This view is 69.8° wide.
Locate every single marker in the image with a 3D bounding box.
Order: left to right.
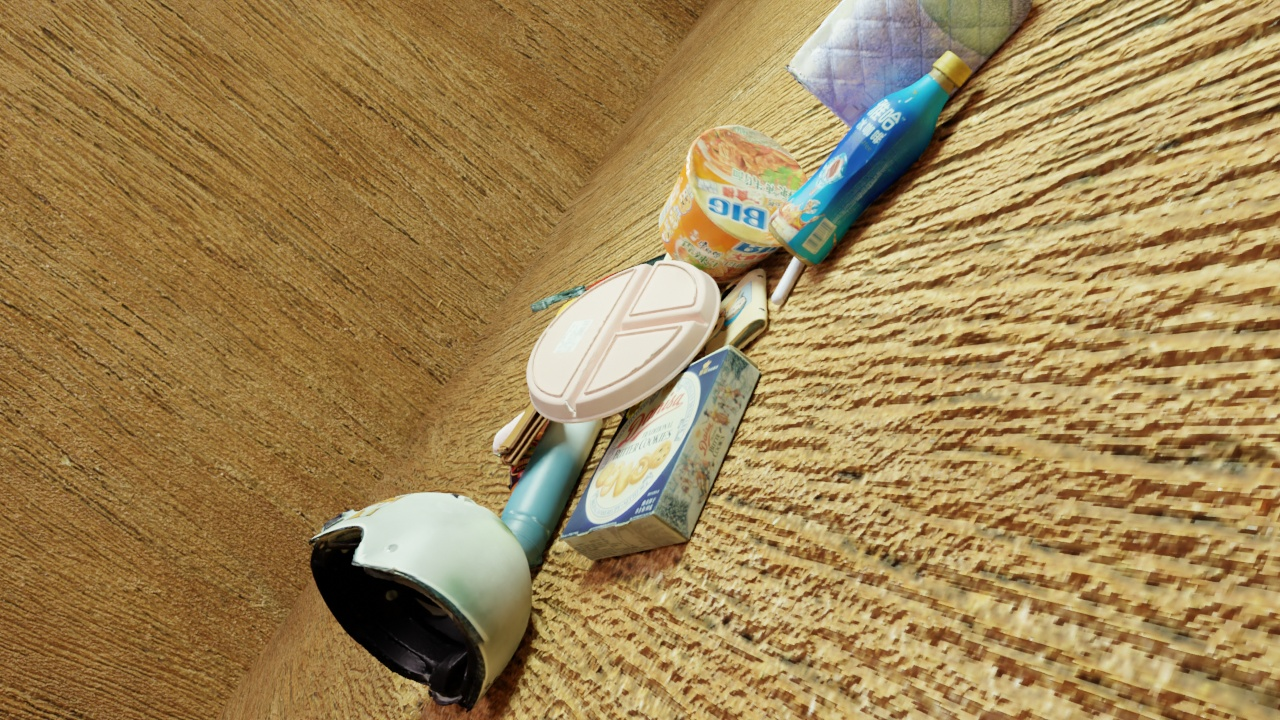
[{"bbox_3d":[0.071,-0.052,1.072,0.124,0.015,0.018,-38,22,39],"label":"marker"}]

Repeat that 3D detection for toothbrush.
[{"bbox_3d":[0.174,-0.132,0.920,0.021,0.029,0.188,15,66,34],"label":"toothbrush"}]

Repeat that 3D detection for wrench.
[{"bbox_3d":[-0.027,-0.119,1.279,0.274,0.016,0.056,-19,11,12],"label":"wrench"}]

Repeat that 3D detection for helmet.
[{"bbox_3d":[-0.210,0.226,0.948,0.156,0.230,0.275,-41,11,-34],"label":"helmet"}]

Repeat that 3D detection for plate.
[{"bbox_3d":[-0.025,-0.028,0.954,0.230,0.028,0.229,-25,33,17],"label":"plate"}]

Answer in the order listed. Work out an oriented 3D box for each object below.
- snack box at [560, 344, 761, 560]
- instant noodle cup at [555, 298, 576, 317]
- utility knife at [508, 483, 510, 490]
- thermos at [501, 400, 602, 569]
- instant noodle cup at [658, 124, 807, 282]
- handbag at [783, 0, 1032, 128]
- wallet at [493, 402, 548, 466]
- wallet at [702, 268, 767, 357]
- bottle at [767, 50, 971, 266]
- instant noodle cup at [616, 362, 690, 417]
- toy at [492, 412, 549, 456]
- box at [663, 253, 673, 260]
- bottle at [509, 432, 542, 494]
[{"bbox_3d":[0.016,0.090,0.854,0.178,0.046,0.182,-30,29,56],"label":"snack box"},{"bbox_3d":[-0.061,-0.004,1.184,0.119,0.118,0.114,-43,26,35],"label":"instant noodle cup"},{"bbox_3d":[-0.146,0.124,1.340,0.033,0.015,0.180,-10,41,39],"label":"utility knife"},{"bbox_3d":[-0.112,0.144,1.083,0.070,0.070,0.219,-38,21,47],"label":"thermos"},{"bbox_3d":[0.096,-0.163,1.002,0.112,0.151,0.151,-47,14,56],"label":"instant noodle cup"},{"bbox_3d":[0.248,-0.304,0.853,0.194,0.134,0.075,-46,17,24],"label":"handbag"},{"bbox_3d":[-0.137,0.081,1.121,0.107,0.031,0.132,-56,6,-13],"label":"wallet"},{"bbox_3d":[0.097,-0.041,0.947,0.087,0.024,0.115,-41,20,26],"label":"wallet"},{"bbox_3d":[0.209,-0.184,0.836,0.219,0.065,0.065,-49,15,19],"label":"bottle"},{"bbox_3d":[-0.006,0.006,1.011,0.099,0.111,0.111,-44,15,2],"label":"instant noodle cup"},{"bbox_3d":[-0.135,0.087,1.270,0.160,0.054,0.121,-31,-3,29],"label":"toy"},{"bbox_3d":[0.063,-0.140,1.145,0.092,0.075,0.167,-55,8,49],"label":"box"},{"bbox_3d":[-0.138,0.156,1.165,0.067,0.066,0.149,-47,23,26],"label":"bottle"}]
